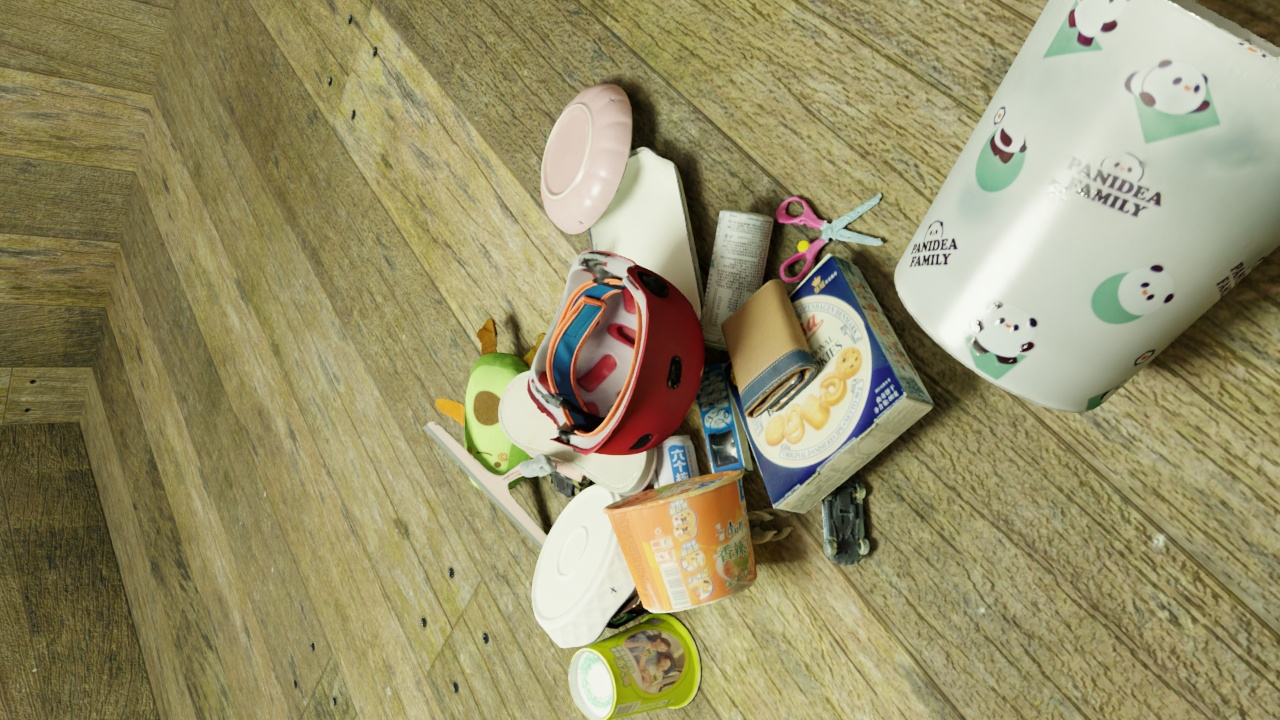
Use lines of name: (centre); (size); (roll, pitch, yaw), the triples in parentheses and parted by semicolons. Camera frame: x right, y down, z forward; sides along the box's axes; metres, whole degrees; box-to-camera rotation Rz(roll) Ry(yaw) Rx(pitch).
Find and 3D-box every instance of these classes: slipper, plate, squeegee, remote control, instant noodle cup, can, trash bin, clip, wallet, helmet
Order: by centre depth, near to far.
trash bin: (0.323, -0.116, 0.638); (0.229, 0.229, 0.253); (53, 131, 32)
wallet: (0.122, -0.012, 0.896); (0.090, 0.033, 0.115); (-45, 43, 35)
instant noodle cup: (0.047, 0.185, 0.937); (0.152, 0.151, 0.111); (-19, 85, 45)
helmet: (-0.006, 0.006, 0.963); (0.207, 0.143, 0.240); (-66, 31, 17)
can: (0.101, -0.085, 0.977); (0.058, 0.058, 0.147); (19, 104, 45)
clip: (0.116, 0.181, 0.981); (0.100, 0.034, 0.070); (-20, 76, 49)
remote control: (0.091, 0.067, 1.011); (0.049, 0.024, 0.125); (-22, 74, 44)
can: (0.045, 0.154, 1.039); (0.053, 0.053, 0.134); (-21, 75, 44)
instant noodle cup: (-0.013, 0.356, 1.050); (0.112, 0.123, 0.111); (0, 90, 47)
plate: (-0.064, 0.233, 1.079); (0.205, 0.045, 0.204); (-46, 26, 30)
plate: (0.013, -0.117, 1.087); (0.162, 0.034, 0.265); (-23, 74, 45)
slipper: (-0.075, 0.086, 1.111); (0.275, 0.054, 0.114); (21, 91, 43)
squeegee: (-0.146, 0.140, 1.138); (0.247, 0.040, 0.250); (48, 152, -7)
plate: (-0.078, -0.255, 1.145); (0.193, 0.039, 0.192); (-24, 60, 51)

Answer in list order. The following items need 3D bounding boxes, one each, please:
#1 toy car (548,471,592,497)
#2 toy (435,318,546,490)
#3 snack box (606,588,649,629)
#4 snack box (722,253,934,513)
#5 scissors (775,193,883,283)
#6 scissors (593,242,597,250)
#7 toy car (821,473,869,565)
toy car: (-0.073, 0.098, 1.169); (0.070, 0.042, 0.158); (23, 95, 41)
toy: (-0.189, 0.071, 1.256); (0.227, 0.089, 0.247); (11, 98, 32)
snack box: (-0.014, 0.252, 1.067); (0.114, 0.053, 0.125); (-40, 35, 39)
snack box: (0.170, 0.023, 0.884); (0.178, 0.045, 0.182); (-50, 42, 34)
scissors: (0.184, -0.136, 0.923); (0.134, 0.017, 0.118); (-35, 61, 36)
scissors: (-0.067, -0.062, 1.150); (0.159, 0.014, 0.178); (35, 121, 59)
toy car: (0.195, 0.153, 0.892); (0.034, 0.043, 0.090); (152, 116, -72)
